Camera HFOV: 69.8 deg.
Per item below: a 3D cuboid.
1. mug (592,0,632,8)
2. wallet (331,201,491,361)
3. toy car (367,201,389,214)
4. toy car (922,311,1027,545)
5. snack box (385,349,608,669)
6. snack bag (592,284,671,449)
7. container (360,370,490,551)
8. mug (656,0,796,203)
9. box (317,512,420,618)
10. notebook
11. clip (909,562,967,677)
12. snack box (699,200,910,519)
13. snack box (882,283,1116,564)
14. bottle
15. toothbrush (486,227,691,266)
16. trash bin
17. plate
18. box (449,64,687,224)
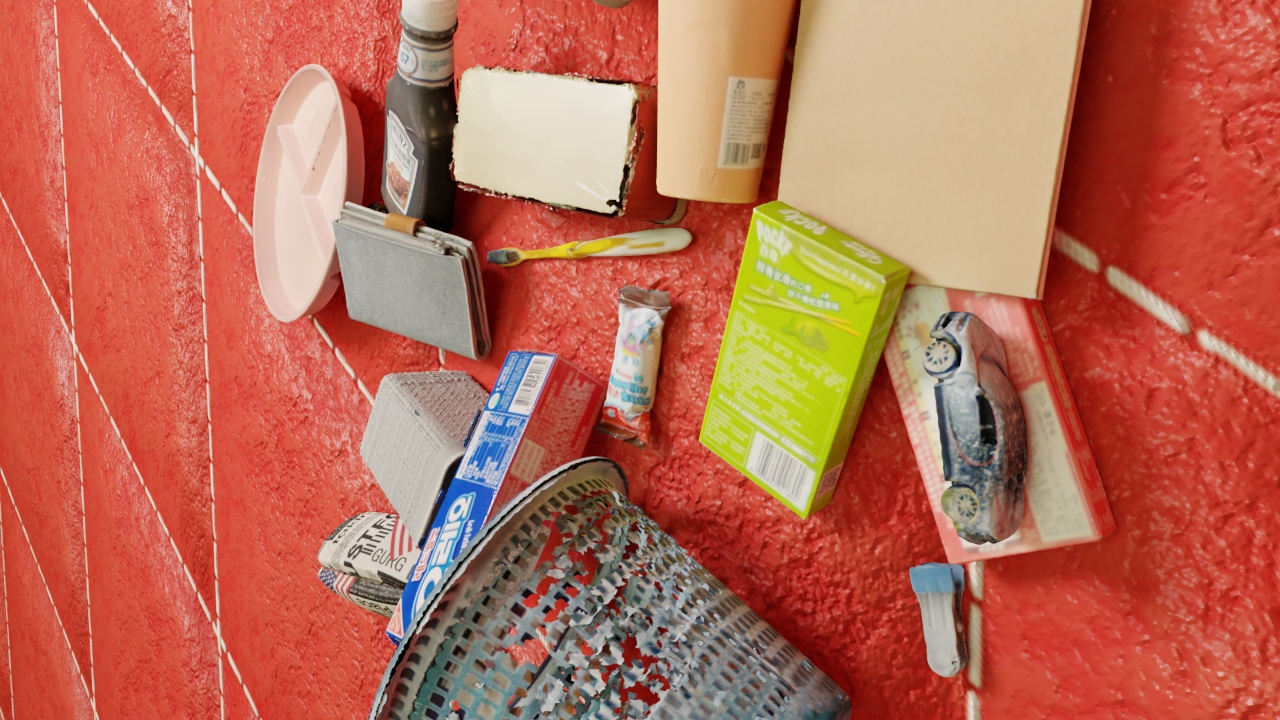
[{"bbox_3d":[-0.039,-0.269,0.554,0.082,0.106,0.111,-20,81,40],"label":"mug"},{"bbox_3d":[-0.175,-0.064,0.709,0.130,0.036,0.107,18,128,24],"label":"wallet"},{"bbox_3d":[-0.204,-0.081,0.766,0.049,0.031,0.106,-42,71,37],"label":"toy car"},{"bbox_3d":[0.153,0.029,0.411,0.031,0.048,0.105,-9,87,39],"label":"toy car"},{"bbox_3d":[-0.092,0.096,0.602,0.057,0.058,0.207,5,67,45],"label":"snack box"},{"bbox_3d":[-0.004,0.003,0.599,0.045,0.026,0.105,18,103,43],"label":"snack bag"},{"bbox_3d":[-0.146,0.069,0.692,0.114,0.090,0.090,42,119,35],"label":"container"},{"bbox_3d":[0.044,-0.153,0.516,0.078,0.078,0.123,17,110,40],"label":"mug"},{"bbox_3d":[-0.214,0.186,0.794,0.163,0.075,0.087,1,124,39],"label":"box"},{"bbox_3d":[0.135,-0.143,0.442,0.150,0.012,0.211,14,102,44],"label":"notebook"},{"bbox_3d":[0.157,0.133,0.474,0.025,0.035,0.058,-11,82,40],"label":"clip"},{"bbox_3d":[0.082,0.002,0.496,0.086,0.026,0.157,35,131,33],"label":"snack box"},{"bbox_3d":[0.167,0.018,0.449,0.075,0.025,0.153,-23,78,41],"label":"snack box"},{"bbox_3d":[-0.158,-0.180,0.665,0.080,0.044,0.195,54,146,27],"label":"bottle"},{"bbox_3d":[-0.042,-0.077,0.631,0.192,0.018,0.016,1,96,42],"label":"toothbrush"},{"bbox_3d":[-0.001,0.198,0.510,0.195,0.226,0.227,30,113,22],"label":"trash bin"},{"bbox_3d":[-0.301,-0.148,0.827,0.230,0.028,0.229,-5,83,49],"label":"plate"},{"bbox_3d":[-0.052,-0.145,0.595,0.168,0.078,0.091,19,106,39],"label":"box"}]
